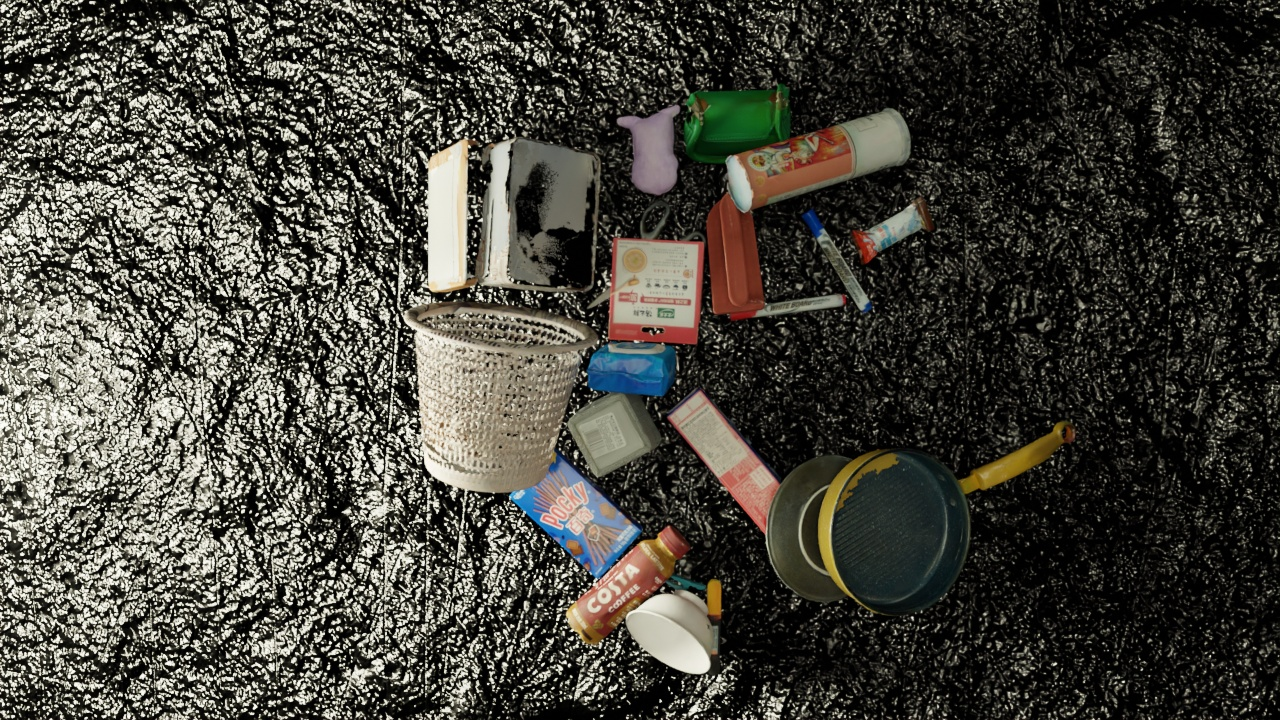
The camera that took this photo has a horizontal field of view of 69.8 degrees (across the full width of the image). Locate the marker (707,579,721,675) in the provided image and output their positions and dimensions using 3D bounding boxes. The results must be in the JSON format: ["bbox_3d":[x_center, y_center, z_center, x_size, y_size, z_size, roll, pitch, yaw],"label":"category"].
[{"bbox_3d":[0.094,0.340,1.169,0.018,0.015,0.124,0,93,3],"label":"marker"}]

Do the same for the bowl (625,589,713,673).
[{"bbox_3d":[0.048,0.326,1.140,0.118,0.119,0.064,34,54,4],"label":"bowl"}]

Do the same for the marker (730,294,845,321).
[{"bbox_3d":[0.185,-0.067,1.158,0.145,0.017,0.017,-7,90,5],"label":"marker"}]

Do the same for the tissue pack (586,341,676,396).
[{"bbox_3d":[-0.007,0.006,1.106,0.095,0.157,0.052,4,97,8],"label":"tissue pack"}]

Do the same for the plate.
[{"bbox_3d":[0.234,0.204,1.112,0.179,0.024,0.179,1,88,-25],"label":"plate"}]

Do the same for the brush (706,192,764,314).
[{"bbox_3d":[0.115,-0.131,1.130,0.063,0.069,0.145,-5,82,4],"label":"brush"}]

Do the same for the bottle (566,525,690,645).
[{"bbox_3d":[-0.013,0.280,1.155,0.175,0.057,0.057,-44,87,3],"label":"bottle"}]

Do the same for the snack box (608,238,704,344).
[{"bbox_3d":[0.021,-0.087,1.148,0.113,0.044,0.127,4,95,4],"label":"snack box"}]

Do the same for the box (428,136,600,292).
[{"bbox_3d":[-0.171,-0.172,1.156,0.156,0.193,0.183,3,90,-38],"label":"box"}]

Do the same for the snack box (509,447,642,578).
[{"bbox_3d":[-0.082,0.195,1.176,0.157,0.026,0.084,42,94,3],"label":"snack box"}]

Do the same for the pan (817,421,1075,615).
[{"bbox_3d":[0.376,0.166,1.108,0.356,0.078,0.198,-29,99,-18],"label":"pan"}]

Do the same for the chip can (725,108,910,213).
[{"bbox_3d":[0.211,-0.239,1.099,0.214,0.071,0.071,-19,89,-12],"label":"chip can"}]

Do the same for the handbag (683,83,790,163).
[{"bbox_3d":[0.117,-0.289,1.112,0.131,0.120,0.068,-1,84,6],"label":"handbag"}]

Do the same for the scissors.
[{"bbox_3d":[0.008,-0.123,1.174,0.170,0.014,0.159,-3,90,6],"label":"scissors"}]

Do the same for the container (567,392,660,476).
[{"bbox_3d":[-0.033,0.087,1.127,0.090,0.114,0.090,-29,88,3],"label":"container"}]

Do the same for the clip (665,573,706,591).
[{"bbox_3d":[0.055,0.287,1.171,0.057,0.015,0.049,24,94,3],"label":"clip"}]

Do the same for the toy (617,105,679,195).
[{"bbox_3d":[0.014,-0.263,1.160,0.084,0.038,0.108,-4,95,19],"label":"toy"}]

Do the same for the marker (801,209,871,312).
[{"bbox_3d":[0.247,-0.124,1.153,0.017,0.017,0.146,-31,88,4],"label":"marker"}]

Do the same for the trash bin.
[{"bbox_3d":[-0.176,0.045,1.103,0.227,0.227,0.192,10,103,4],"label":"trash bin"}]

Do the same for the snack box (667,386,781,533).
[{"bbox_3d":[0.119,0.127,1.144,0.058,0.057,0.207,-40,88,6],"label":"snack box"}]

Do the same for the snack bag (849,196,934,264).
[{"bbox_3d":[0.313,-0.162,1.143,0.104,0.026,0.048,-24,100,5],"label":"snack bag"}]
